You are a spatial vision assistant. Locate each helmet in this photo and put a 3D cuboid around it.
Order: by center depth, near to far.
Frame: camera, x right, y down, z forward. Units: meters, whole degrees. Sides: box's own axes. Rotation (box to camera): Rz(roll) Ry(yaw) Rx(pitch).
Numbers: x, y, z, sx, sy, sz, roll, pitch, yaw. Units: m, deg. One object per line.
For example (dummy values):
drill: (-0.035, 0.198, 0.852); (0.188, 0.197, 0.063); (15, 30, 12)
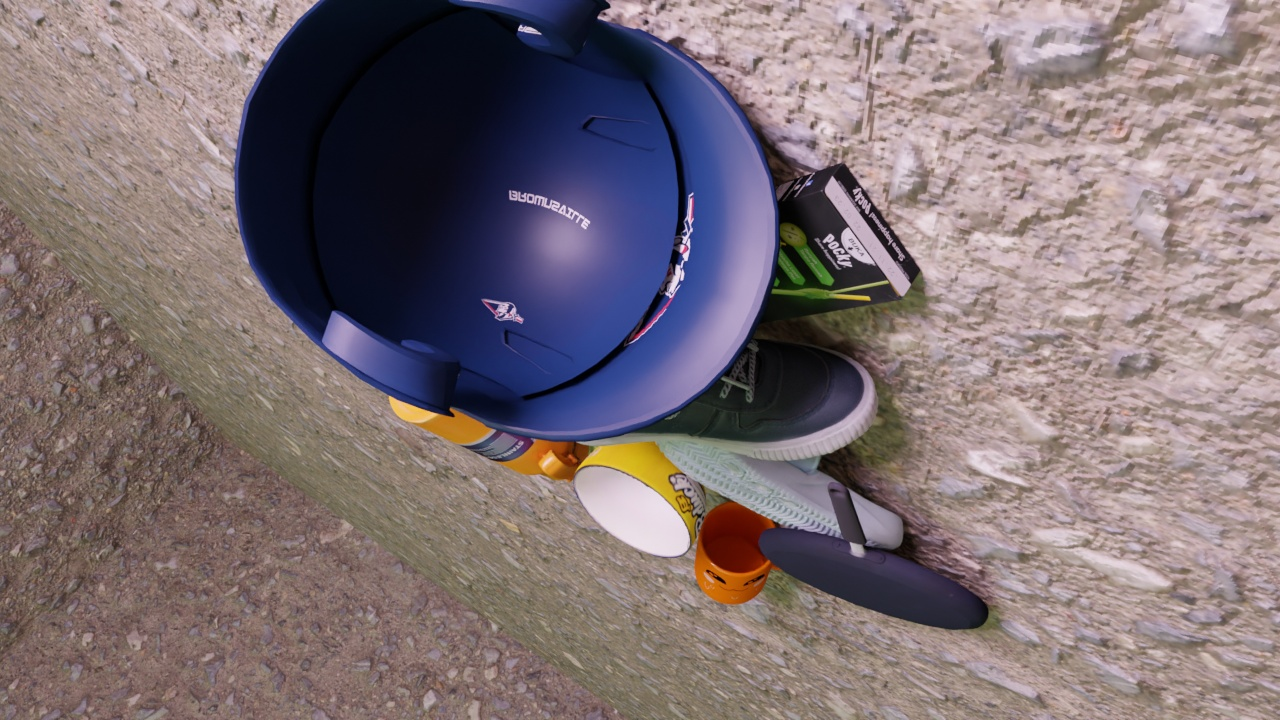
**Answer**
helmet: (-0.057, -0.077, 0.519); (0.272, 0.232, 0.223); (22, -176, 11)

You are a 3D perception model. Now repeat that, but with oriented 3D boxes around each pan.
pan: (0.174, 0.159, 0.729); (0.199, 0.021, 0.356); (14, 159, 24)

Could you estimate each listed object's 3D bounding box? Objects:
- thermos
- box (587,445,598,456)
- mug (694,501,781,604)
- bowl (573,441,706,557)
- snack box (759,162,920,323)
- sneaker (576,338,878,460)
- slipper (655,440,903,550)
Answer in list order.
thermos: (-0.126, 0.061, 0.840); (0.076, 0.091, 0.232); (-22, 151, 17)
box: (-0.042, 0.118, 1.029); (0.141, 0.047, 0.188); (27, 152, 19)
mug: (0.113, 0.197, 0.930); (0.112, 0.077, 0.096); (3, 149, 2)
bowl: (0.008, 0.108, 0.795); (0.117, 0.067, 0.117); (23, 143, 19)
snack box: (0.088, -0.065, 0.565); (0.080, 0.025, 0.148); (48, 153, -20)
sneaker: (0.038, 0.011, 0.614); (0.236, 0.089, 0.087); (-2, 149, 11)
slipper: (0.113, 0.083, 0.733); (0.245, 0.074, 0.104); (30, 160, -21)
